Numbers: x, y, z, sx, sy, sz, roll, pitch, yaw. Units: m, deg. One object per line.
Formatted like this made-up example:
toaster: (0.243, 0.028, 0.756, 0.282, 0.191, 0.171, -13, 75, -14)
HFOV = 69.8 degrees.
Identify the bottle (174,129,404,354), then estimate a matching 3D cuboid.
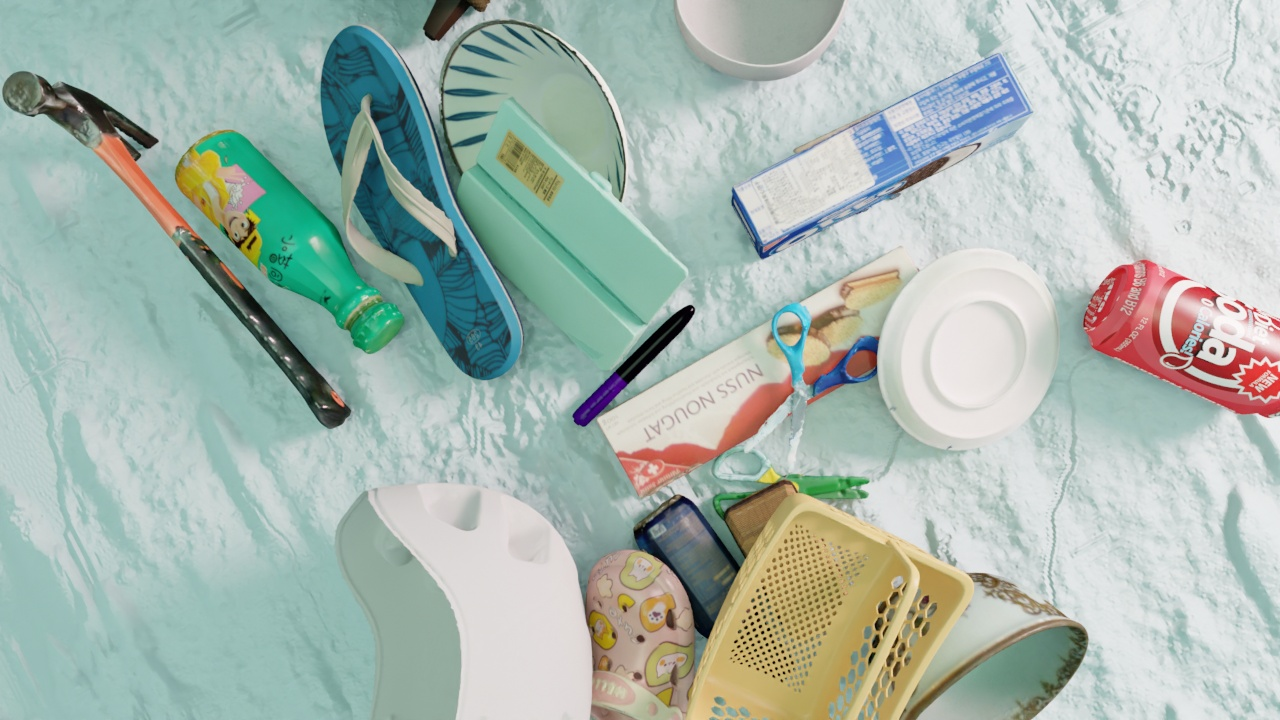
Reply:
bottle: (-0.276, -0.092, 0.737, 0.209, 0.068, 0.068, 44, 92, 4)

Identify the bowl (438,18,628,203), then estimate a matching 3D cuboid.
bowl: (-0.066, -0.180, 0.706, 0.177, 0.178, 0.070, 43, 49, 4)

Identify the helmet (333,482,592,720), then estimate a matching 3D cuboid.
helmet: (-0.129, 0.228, 0.638, 0.183, 0.225, 0.281, 11, 62, -19)

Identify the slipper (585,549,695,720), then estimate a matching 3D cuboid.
slipper: (-0.011, 0.243, 0.689, 0.093, 0.081, 0.197, 0, 101, 39)

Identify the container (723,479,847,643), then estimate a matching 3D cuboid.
container: (0.116, 0.157, 0.698, 0.063, 0.061, 0.114, -29, 94, 5)

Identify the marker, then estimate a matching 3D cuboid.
marker: (-0.004, 0.004, 0.738, 0.134, 0.018, 0.015, -45, 119, 2)

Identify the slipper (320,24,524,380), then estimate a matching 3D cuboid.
slipper: (-0.187, -0.114, 0.713, 0.118, 0.060, 0.295, -27, 90, 42)

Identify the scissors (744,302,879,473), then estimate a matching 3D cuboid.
scissors: (0.132, 0.027, 0.686, 0.104, 0.015, 0.133, 10, 90, 3)

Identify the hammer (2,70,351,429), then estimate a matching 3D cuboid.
hammer: (-0.346, -0.078, 0.728, 0.033, 0.133, 0.333, -38, 95, 1)

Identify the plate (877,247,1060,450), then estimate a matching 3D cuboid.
plate: (0.252, -0.006, 0.691, 0.157, 0.014, 0.157, -3, 101, -14)

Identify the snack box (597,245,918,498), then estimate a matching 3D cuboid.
snack box: (0.101, 0.010, 0.717, 0.273, 0.044, 0.076, -29, 87, 3)

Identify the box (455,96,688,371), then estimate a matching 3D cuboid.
box: (-0.060, -0.090, 0.699, 0.186, 0.137, 0.033, 43, 53, 5)

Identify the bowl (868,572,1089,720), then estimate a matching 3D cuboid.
bowl: (0.227, 0.210, 0.668, 0.160, 0.160, 0.094, -36, 45, 3)

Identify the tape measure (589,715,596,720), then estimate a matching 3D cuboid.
tape measure: (-0.062, 0.280, 0.736, 0.060, 0.020, 0.062, -3, 89, 4)

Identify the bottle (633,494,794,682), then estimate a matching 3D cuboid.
bottle: (0.058, 0.181, 0.711, 0.056, 0.056, 0.161, -36, 87, 3)

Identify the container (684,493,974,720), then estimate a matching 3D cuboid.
container: (0.112, 0.189, 0.586, 0.129, 0.167, 0.183, 25, 97, -1)

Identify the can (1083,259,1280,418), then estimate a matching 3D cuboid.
can: (0.410, -0.016, 0.678, 0.142, 0.074, 0.074, 25, 91, 5)

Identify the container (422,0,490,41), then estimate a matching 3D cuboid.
container: (-0.173, -0.373, 0.618, 0.176, 0.320, 0.205, 39, 98, 4)

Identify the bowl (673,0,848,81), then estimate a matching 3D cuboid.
bowl: (0.093, -0.281, 0.713, 0.132, 0.064, 0.132, 0, 89, 4)

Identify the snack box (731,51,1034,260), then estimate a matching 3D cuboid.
snack box: (0.182, -0.155, 0.708, 0.226, 0.059, 0.059, -26, 84, 3)

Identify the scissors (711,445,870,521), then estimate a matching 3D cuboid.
scissors: (0.120, 0.094, 0.731, 0.130, 0.014, 0.070, -7, 89, 5)
